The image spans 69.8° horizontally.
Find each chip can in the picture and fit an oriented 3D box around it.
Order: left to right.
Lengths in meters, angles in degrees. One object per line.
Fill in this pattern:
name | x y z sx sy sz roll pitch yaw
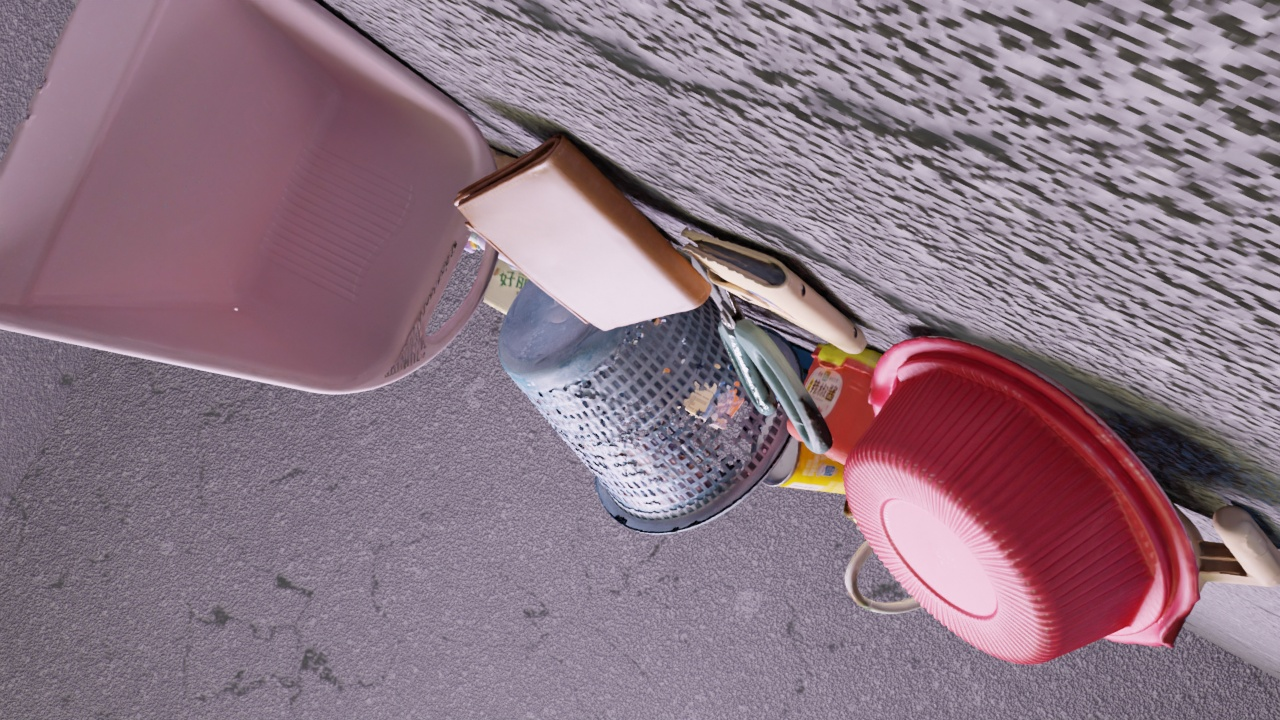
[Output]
chip can | 0.207 0.092 0.845 0.213 0.072 0.072 9 -170 -27

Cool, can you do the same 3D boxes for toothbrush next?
toothbrush | -0.116 -0.087 0.719 0.189 0.029 0.021 29 142 66

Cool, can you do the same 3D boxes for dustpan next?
dustpan | -0.193 -0.088 0.527 0.139 0.222 0.273 27 -175 12

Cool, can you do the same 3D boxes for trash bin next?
trash bin | -0.005 0.005 0.785 0.195 0.226 0.227 44 171 -36

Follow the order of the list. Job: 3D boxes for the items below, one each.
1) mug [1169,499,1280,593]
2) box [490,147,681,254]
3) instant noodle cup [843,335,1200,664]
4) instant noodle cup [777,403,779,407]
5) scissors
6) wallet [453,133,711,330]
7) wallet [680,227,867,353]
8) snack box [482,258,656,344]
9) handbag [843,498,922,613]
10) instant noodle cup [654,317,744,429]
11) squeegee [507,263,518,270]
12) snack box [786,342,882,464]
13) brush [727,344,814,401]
mug | 0.292 0.104 0.530 0.125 0.084 0.103 -5 154 43
box | -0.062 -0.099 0.676 0.184 0.059 0.089 27 178 40
instant noodle cup | 0.172 0.083 0.467 0.194 0.065 0.194 47 161 21
instant noodle cup | 0.191 0.071 1.006 0.138 0.110 0.138 29 179 0
scissors | 0.086 0.007 0.633 0.179 0.019 0.170 58 176 45
wallet | -0.041 -0.066 0.549 0.119 0.035 0.130 -10 138 47
wallet | 0.077 -0.041 0.544 0.087 0.024 0.115 33 -175 38
snack box | -0.060 -0.067 1.042 0.114 0.063 0.239 29 -167 24
handbag | 0.257 0.147 0.795 0.163 0.178 0.063 31 175 -18
instant noodle cup | 0.068 0.003 1.044 0.151 0.111 0.151 30 180 0
squeegee | -0.137 -0.136 0.956 0.247 0.040 0.249 18 -167 -18
snack box | 0.158 0.037 0.666 0.082 0.080 0.091 28 180 -16
brush | 0.134 0.010 0.873 0.073 0.055 0.144 25 -177 -45
